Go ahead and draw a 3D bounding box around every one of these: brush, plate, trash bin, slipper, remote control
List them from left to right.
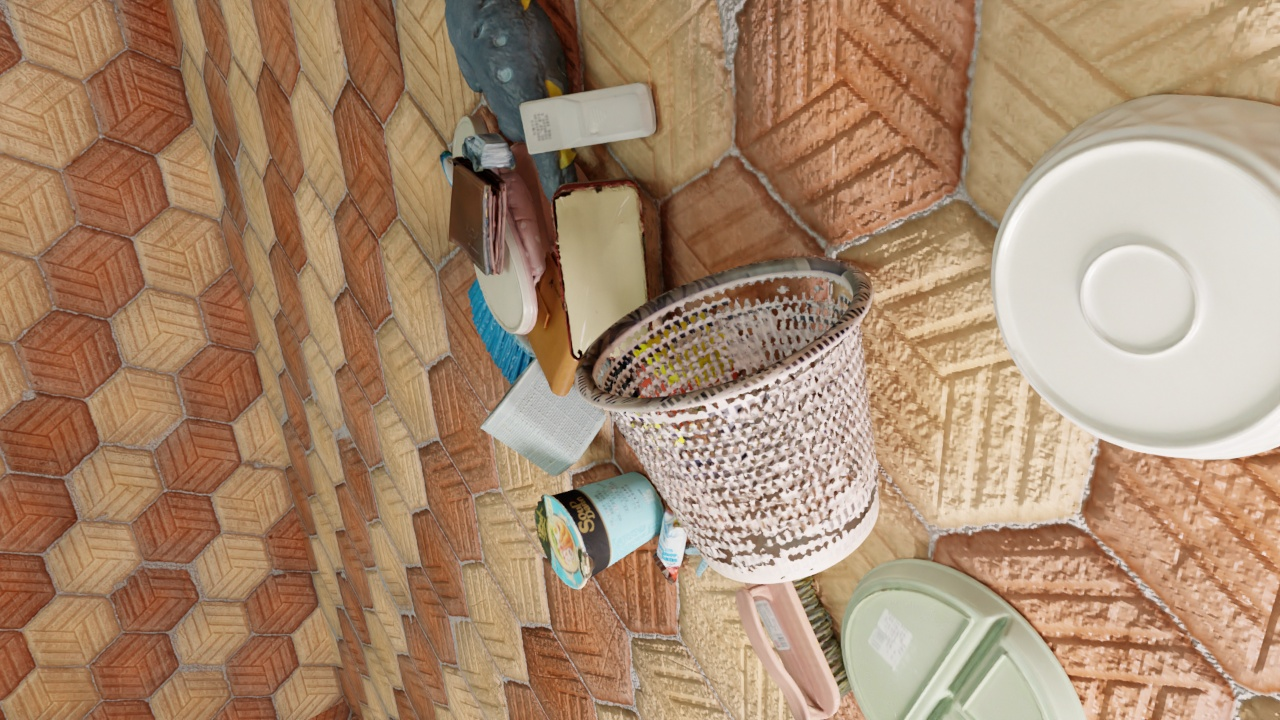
[{"bbox_3d":[-0.197,-0.119,1.173,0.314,0.060,0.110,59,141,21],"label":"brush"},{"bbox_3d":[-0.153,-0.154,1.023,0.114,0.054,0.274,-49,55,52],"label":"slipper"},{"bbox_3d":[-0.097,-0.134,1.031,0.229,0.028,0.230,34,135,43],"label":"plate"},{"bbox_3d":[-0.049,-0.223,0.845,0.125,0.024,0.049,-5,108,19],"label":"remote control"},{"bbox_3d":[-0.028,0.024,0.992,0.136,0.024,0.053,63,148,10],"label":"remote control"},{"bbox_3d":[0.087,0.053,0.706,0.228,0.227,0.192,12,129,54],"label":"trash bin"},{"bbox_3d":[0.142,0.264,0.850,0.063,0.072,0.145,-26,87,58],"label":"brush"},{"bbox_3d":[0.247,0.271,0.736,0.230,0.027,0.230,32,132,45],"label":"plate"},{"bbox_3d":[0.279,-0.037,0.497,0.205,0.045,0.205,32,132,44],"label":"plate"}]

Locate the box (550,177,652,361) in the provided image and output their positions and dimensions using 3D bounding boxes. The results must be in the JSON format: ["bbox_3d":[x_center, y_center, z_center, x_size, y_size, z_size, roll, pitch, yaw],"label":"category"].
[{"bbox_3d":[-0.033,-0.085,0.878,0.076,0.091,0.168,-95,0,-71],"label":"box"}]

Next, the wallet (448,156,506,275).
[{"bbox_3d":[-0.176,-0.155,0.976,0.124,0.032,0.101,42,132,51],"label":"wallet"}]

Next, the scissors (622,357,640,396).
[{"bbox_3d":[-0.004,0.010,0.986,0.162,0.012,0.176,17,119,51],"label":"scissors"}]

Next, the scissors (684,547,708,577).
[{"bbox_3d":[0.082,0.208,0.966,0.093,0.017,0.138,52,148,24],"label":"scissors"}]

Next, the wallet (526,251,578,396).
[{"bbox_3d":[-0.089,-0.040,1.007,0.107,0.031,0.132,61,145,27],"label":"wallet"}]

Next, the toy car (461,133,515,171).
[{"bbox_3d":[-0.160,-0.220,0.958,0.090,0.043,0.034,-131,36,-57],"label":"toy car"}]

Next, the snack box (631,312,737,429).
[{"bbox_3d":[0.042,0.010,0.845,0.082,0.091,0.080,43,147,37],"label":"snack box"}]

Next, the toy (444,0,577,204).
[{"bbox_3d":[-0.135,-0.311,0.932,0.356,0.091,0.138,61,159,23],"label":"toy"}]

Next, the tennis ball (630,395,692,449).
[{"bbox_3d":[0.023,0.057,0.920,0.065,0.065,0.066,33,133,44],"label":"tennis ball"}]

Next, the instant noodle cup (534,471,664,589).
[{"bbox_3d":[-0.040,0.183,1.036,0.111,0.120,0.111,34,134,45],"label":"instant noodle cup"}]

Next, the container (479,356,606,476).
[{"bbox_3d":[-0.112,0.070,1.082,0.111,0.090,0.090,39,148,-7],"label":"container"}]

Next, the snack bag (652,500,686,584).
[{"bbox_3d":[0.035,0.198,1.016,0.048,0.026,0.104,50,144,39],"label":"snack bag"}]
